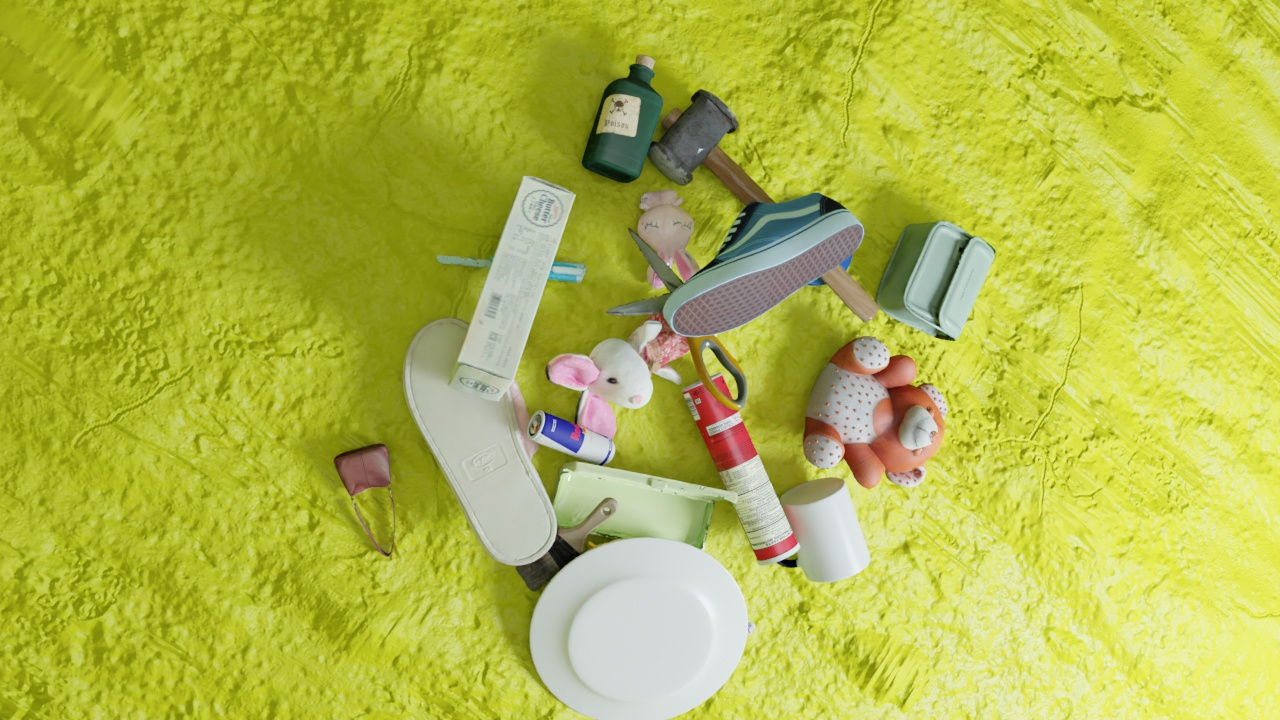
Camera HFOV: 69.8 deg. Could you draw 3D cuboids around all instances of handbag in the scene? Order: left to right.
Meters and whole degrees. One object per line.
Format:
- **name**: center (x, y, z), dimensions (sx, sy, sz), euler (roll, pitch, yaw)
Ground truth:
- **handbag**: center (-0.279, 0.150, 0.964), dimensions (0.055, 0.029, 0.120), euler (-15, 102, -11)
- **handbag**: center (0.356, -0.098, 1.095), dimensions (0.106, 0.067, 0.121), euler (25, 86, -16)

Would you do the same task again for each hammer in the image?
- **hammer**: center (0.151, -0.163, 1.035), dimensions (0.328, 0.052, 0.098), euler (42, 83, -9)

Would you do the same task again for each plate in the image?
- **plate**: center (0.000, 0.304, 1.007), dimensions (0.242, 0.016, 0.243), euler (-2, 109, -6)

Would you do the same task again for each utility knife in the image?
- **utility knife**: center (-0.138, -0.105, 0.991), dimensions (0.161, 0.015, 0.022), euler (6, 78, -15)

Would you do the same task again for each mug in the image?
- **mug**: center (0.199, 0.200, 1.069), dimensions (0.112, 0.078, 0.097), euler (-18, 98, 15)

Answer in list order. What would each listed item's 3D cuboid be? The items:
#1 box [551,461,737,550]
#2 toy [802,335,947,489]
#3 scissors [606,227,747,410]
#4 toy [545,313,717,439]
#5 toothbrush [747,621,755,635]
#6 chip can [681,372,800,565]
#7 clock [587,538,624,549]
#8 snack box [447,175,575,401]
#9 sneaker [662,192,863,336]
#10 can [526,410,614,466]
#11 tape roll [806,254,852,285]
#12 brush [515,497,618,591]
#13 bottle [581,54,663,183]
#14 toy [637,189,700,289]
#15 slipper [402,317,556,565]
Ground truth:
- **box**: center (0.000, 0.152, 1.018), dimensions (0.188, 0.066, 0.128), euler (12, 134, -13)
- **toy**: center (0.282, 0.069, 1.070), dimensions (0.172, 0.093, 0.163), euler (23, 85, -16)
- **scissors**: center (0.070, -0.061, 0.984), dimensions (0.229, 0.016, 0.225), euler (-35, 91, -30)
- **toy**: center (-0.006, 0.006, 0.995), dimensions (0.194, 0.084, 0.159), euler (-31, 138, -16)
- **toothbrush**: center (0.086, 0.264, 1.054), dimensions (0.022, 0.016, 0.155), euler (-36, 112, 1)
- **chip can**: center (0.112, 0.121, 1.032), dimensions (0.051, 0.052, 0.214), euler (-24, 89, -13)
- **clock**: center (-0.004, 0.245, 1.022), dimensions (0.129, 0.043, 0.099), euler (16, 107, -7)
- **snack box**: center (-0.130, -0.070, 0.922), dimensions (0.057, 0.104, 0.207), euler (20, 71, -11)
- **sneaker**: center (0.113, -0.109, 0.972), dimensions (0.241, 0.083, 0.098), euler (-28, 55, -17)
- **can**: center (-0.072, 0.083, 0.968), dimensions (0.095, 0.032, 0.032), euler (25, 86, -29)
- **tape roll**: center (0.205, -0.135, 1.078), dimensions (0.093, 0.016, 0.091), euler (22, 87, -15)
- **brush**: center (-0.078, 0.197, 0.990), dimensions (0.039, 0.012, 0.151), euler (45, 111, -9)
- **bottle**: center (-0.014, -0.265, 0.992), dimensions (0.061, 0.061, 0.131), euler (18, 88, -17)
- **toy**: center (0.031, -0.135, 1.018), dimensions (0.063, 0.047, 0.110), euler (-13, 99, -5)
- **slipper**: center (-0.168, 0.086, 0.970), dimensions (0.114, 0.054, 0.274), euler (-21, 88, -9)
